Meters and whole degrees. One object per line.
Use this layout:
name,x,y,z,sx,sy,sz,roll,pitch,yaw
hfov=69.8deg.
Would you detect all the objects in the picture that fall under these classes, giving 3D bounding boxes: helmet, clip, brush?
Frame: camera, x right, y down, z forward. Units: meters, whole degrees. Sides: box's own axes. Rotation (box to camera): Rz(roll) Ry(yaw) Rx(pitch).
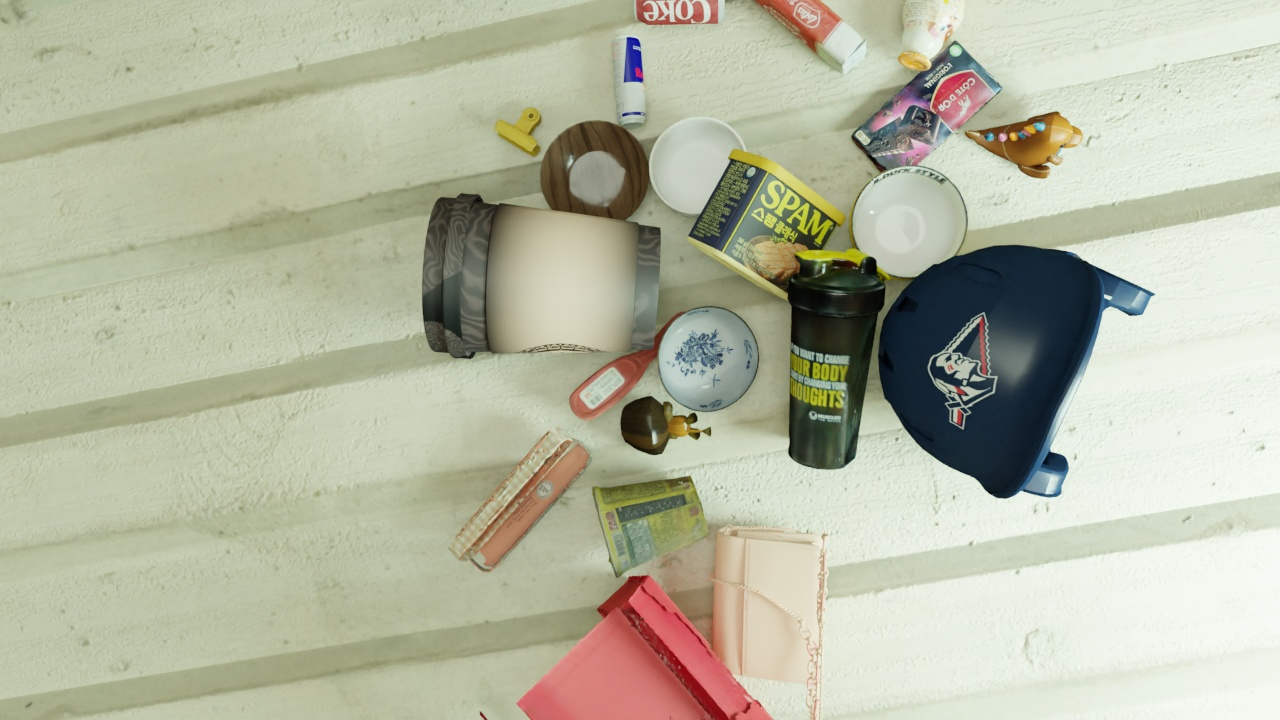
helmet,0.338,0.005,0.856,0.223,0.272,0.232,17,106,-2
clip,-0.131,-0.257,1.026,0.054,0.045,0.048,31,49,5
brush,-0.006,0.006,1.009,0.172,0.030,0.041,-38,85,-9

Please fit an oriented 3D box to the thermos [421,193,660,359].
thermos,-0.096,-0.081,0.953,0.226,0.172,0.172,4,90,-1

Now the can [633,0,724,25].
can,0.043,-0.391,0.990,0.096,0.054,0.054,1,90,5

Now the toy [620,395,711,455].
toy,0.028,0.071,0.990,0.100,0.062,0.076,0,127,19

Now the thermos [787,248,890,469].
thermos,0.195,-0.003,0.935,0.098,0.098,0.221,2,109,5

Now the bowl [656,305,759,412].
bowl,0.065,-0.004,0.985,0.114,0.045,0.114,-2,97,-17

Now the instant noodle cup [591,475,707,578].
instant noodle cup,0.010,0.169,0.980,0.108,0.102,0.102,-15,89,-3

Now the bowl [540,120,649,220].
bowl,-0.049,-0.201,1.010,0.119,0.032,0.119,0,90,5

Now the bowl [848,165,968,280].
bowl,0.275,-0.140,0.962,0.117,0.067,0.117,0,90,5

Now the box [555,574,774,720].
box,0.030,0.323,0.819,0.107,0.409,0.211,-41,87,7

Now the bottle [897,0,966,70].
bottle,0.305,-0.361,0.960,0.063,0.063,0.109,21,90,5

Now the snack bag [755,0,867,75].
snack bag,0.145,-0.389,0.969,0.225,0.077,0.041,44,105,3

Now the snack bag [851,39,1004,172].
snack bag,0.306,-0.265,0.985,0.155,0.018,0.074,-43,86,2

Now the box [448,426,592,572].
box,-0.132,0.156,1.009,0.078,0.054,0.187,38,96,-28

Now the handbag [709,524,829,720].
handbag,0.123,0.251,0.915,0.117,0.187,0.199,3,97,10

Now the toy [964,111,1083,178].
toy,0.391,-0.230,0.939,0.103,0.090,0.070,10,91,1

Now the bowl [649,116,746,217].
bowl,0.064,-0.205,0.989,0.105,0.054,0.105,0,90,7

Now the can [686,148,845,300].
can,0.128,-0.136,0.945,0.135,0.075,0.104,26,96,-37

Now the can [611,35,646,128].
can,-0.013,-0.305,1.006,0.032,0.032,0.095,-5,90,5
